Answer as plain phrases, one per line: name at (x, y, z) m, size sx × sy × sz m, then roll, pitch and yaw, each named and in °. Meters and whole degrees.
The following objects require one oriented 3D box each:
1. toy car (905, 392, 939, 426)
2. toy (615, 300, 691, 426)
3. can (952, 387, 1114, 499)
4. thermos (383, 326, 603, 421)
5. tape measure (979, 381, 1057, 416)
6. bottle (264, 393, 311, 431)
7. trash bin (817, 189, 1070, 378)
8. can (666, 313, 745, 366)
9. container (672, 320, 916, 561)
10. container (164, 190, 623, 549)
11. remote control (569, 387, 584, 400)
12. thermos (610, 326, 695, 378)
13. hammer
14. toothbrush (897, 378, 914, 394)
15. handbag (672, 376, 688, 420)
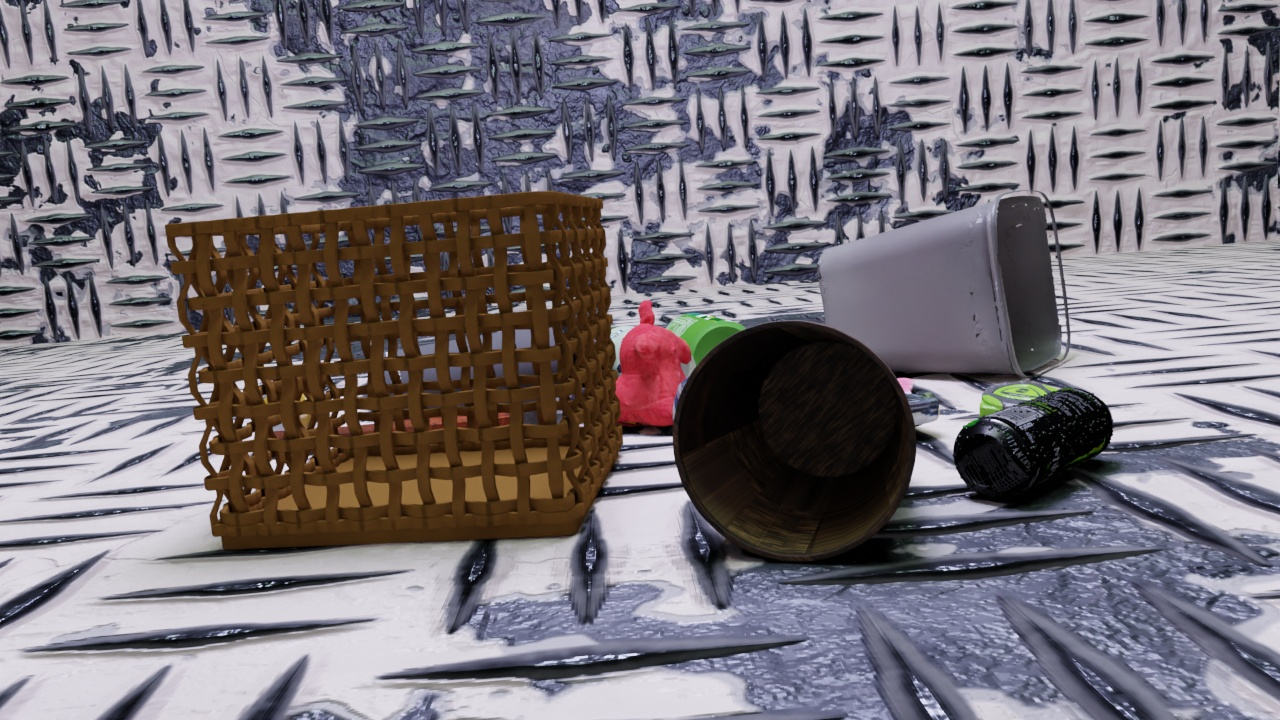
toy car at (0.214, 0.043, 0.790) m, size 0.048 × 0.033 × 0.105 m, roll -8°, pitch 5°, yaw -12°
toy at (-0.005, 0.005, 0.883) m, size 0.094 × 0.132 × 0.088 m, roll -15°, pitch -16°, yaw 29°
can at (0.265, 0.053, 0.612) m, size 0.137 × 0.054 × 0.054 m, roll -11°, pitch 10°, yaw -39°
thermos at (-0.161, 0.012, 0.994) m, size 0.240 × 0.082 × 0.082 m, roll -11°, pitch 9°, yaw -15°
tape measure at (0.309, 0.042, 0.741) m, size 0.058 × 0.036 × 0.066 m, roll -22°, pitch 20°, yaw -35°
bottle at (-0.384, 0.052, 1.003) m, size 0.053 × 0.053 × 0.186 m, roll -7°, pitch 8°, yaw -14°
trash bin at (0.344, -0.076, 1.059) m, size 0.221 × 0.197 × 0.196 m, roll -6°, pitch 5°, yaw 41°
can at (0.076, -0.011, 1.072) m, size 0.083 × 0.083 × 0.144 m, roll -6°, pitch 8°, yaw -12°
container at (0.107, 0.039, 0.577) m, size 0.132 × 0.132 × 0.167 m, roll -2°, pitch 3°, yaw 19°
container at (-0.157, -0.003, 0.680) m, size 0.252 × 0.214 × 0.219 m, roll -4°, pitch 8°, yaw 7°
remote control at (-0.041, 0.045, 0.939) m, size 0.137 × 0.032 × 0.015 m, roll 0°, pitch -10°, yaw 20°
thermos at (-0.001, 0.004, 1.055) m, size 0.082 × 0.082 × 0.231 m, roll -7°, pitch 8°, yaw -13°
hammer at (-0.219, 0.067, 0.897) m, size 0.300 × 0.028 × 0.111 m, roll -6°, pitch 9°, yaw -4°
toothbrush at (0.264, 0.029, 0.919) m, size 0.022 × 0.016 × 0.134 m, roll -3°, pitch 9°, yaw 14°
handbag at (0.102, 0.031, 0.832) m, size 0.145 × 0.068 × 0.169 m, roll -23°, pitch -6°, yaw 14°
